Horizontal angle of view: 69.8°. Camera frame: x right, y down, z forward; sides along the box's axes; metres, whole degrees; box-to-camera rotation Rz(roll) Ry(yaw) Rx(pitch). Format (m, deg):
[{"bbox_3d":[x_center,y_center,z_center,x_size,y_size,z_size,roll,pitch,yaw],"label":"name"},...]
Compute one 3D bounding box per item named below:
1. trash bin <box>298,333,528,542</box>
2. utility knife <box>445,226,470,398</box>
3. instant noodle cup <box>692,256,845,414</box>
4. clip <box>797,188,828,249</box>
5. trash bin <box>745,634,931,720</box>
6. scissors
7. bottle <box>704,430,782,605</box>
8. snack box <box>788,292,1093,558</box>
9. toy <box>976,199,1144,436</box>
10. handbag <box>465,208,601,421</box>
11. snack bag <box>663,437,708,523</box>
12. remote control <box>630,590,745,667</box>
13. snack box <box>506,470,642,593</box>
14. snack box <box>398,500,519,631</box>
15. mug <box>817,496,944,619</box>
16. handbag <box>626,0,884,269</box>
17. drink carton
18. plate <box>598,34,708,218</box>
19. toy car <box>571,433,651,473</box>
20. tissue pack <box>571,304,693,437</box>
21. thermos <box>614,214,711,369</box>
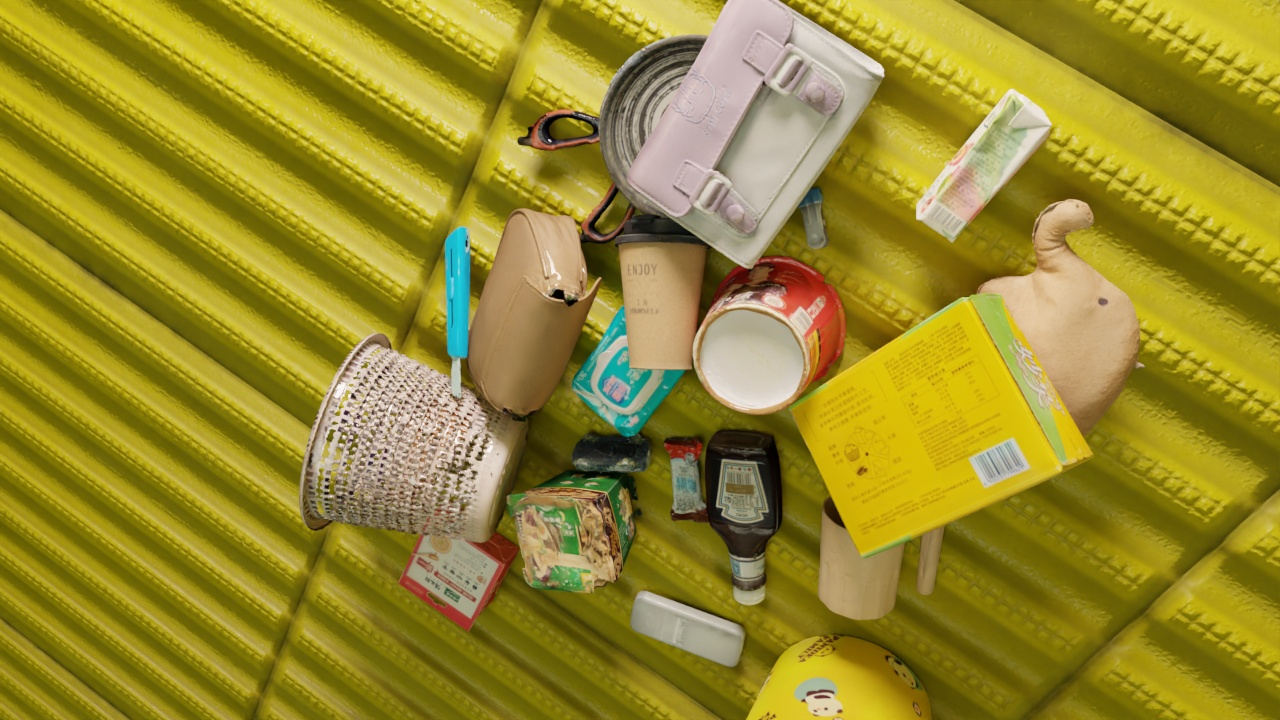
[{"bbox_3d":[-0.236,0.103,1.013,0.192,0.227,0.228,17,116,1],"label":"trash bin"},{"bbox_3d":[-0.195,-0.050,0.978,0.034,0.018,0.187,-15,72,41],"label":"utility knife"},{"bbox_3d":[0.116,-0.020,0.863,0.138,0.108,0.138,8,113,19],"label":"instant noodle cup"},{"bbox_3d":[0.162,-0.131,0.854,0.024,0.026,0.056,-12,93,23],"label":"clip"},{"bbox_3d":[0.190,0.429,0.929,0.230,0.254,0.230,8,114,19],"label":"trash bin"},{"bbox_3d":[-0.017,-0.208,0.894,0.227,0.015,0.189,-1,112,19],"label":"scissors"},{"bbox_3d":[0.112,0.170,0.979,0.080,0.043,0.195,3,112,22],"label":"bottle"},{"bbox_3d":[0.249,0.059,0.794,0.211,0.069,0.157,-39,68,42],"label":"snack box"},{"bbox_3d":[0.352,-0.022,0.781,0.143,0.082,0.226,24,116,16],"label":"toy"},{"bbox_3d":[-0.107,-0.045,0.931,0.099,0.147,0.205,6,130,-28],"label":"handbag"},{"bbox_3d":[0.050,0.132,0.998,0.045,0.026,0.105,-1,111,13],"label":"snack bag"},{"bbox_3d":[0.054,0.313,1.073,0.136,0.020,0.056,16,117,15],"label":"remote control"},{"bbox_3d":[-0.067,0.180,1.021,0.118,0.105,0.118,-1,109,25],"label":"snack box"},{"bbox_3d":[-0.229,0.258,1.153,0.113,0.044,0.127,33,118,7],"label":"snack box"},{"bbox_3d":[0.241,0.193,0.923,0.124,0.084,0.104,-2,113,-5],"label":"mug"},{"bbox_3d":[0.094,-0.200,0.786,0.145,0.098,0.197,34,117,2],"label":"handbag"},{"bbox_3d":[0.287,-0.161,0.768,0.045,0.053,0.123,36,119,1],"label":"drink carton"},{"bbox_3d":[0.049,-0.211,0.854,0.179,0.024,0.180,5,116,10],"label":"plate"},{"bbox_3d":[-0.031,0.105,1.014,0.091,0.042,0.034,-2,143,18],"label":"toy car"},{"bbox_3d":[-0.006,0.006,0.957,0.093,0.050,0.134,38,119,5],"label":"tissue pack"},{"bbox_3d":[0.020,-0.063,0.877,0.093,0.093,0.143,2,91,21],"label":"thermos"}]
